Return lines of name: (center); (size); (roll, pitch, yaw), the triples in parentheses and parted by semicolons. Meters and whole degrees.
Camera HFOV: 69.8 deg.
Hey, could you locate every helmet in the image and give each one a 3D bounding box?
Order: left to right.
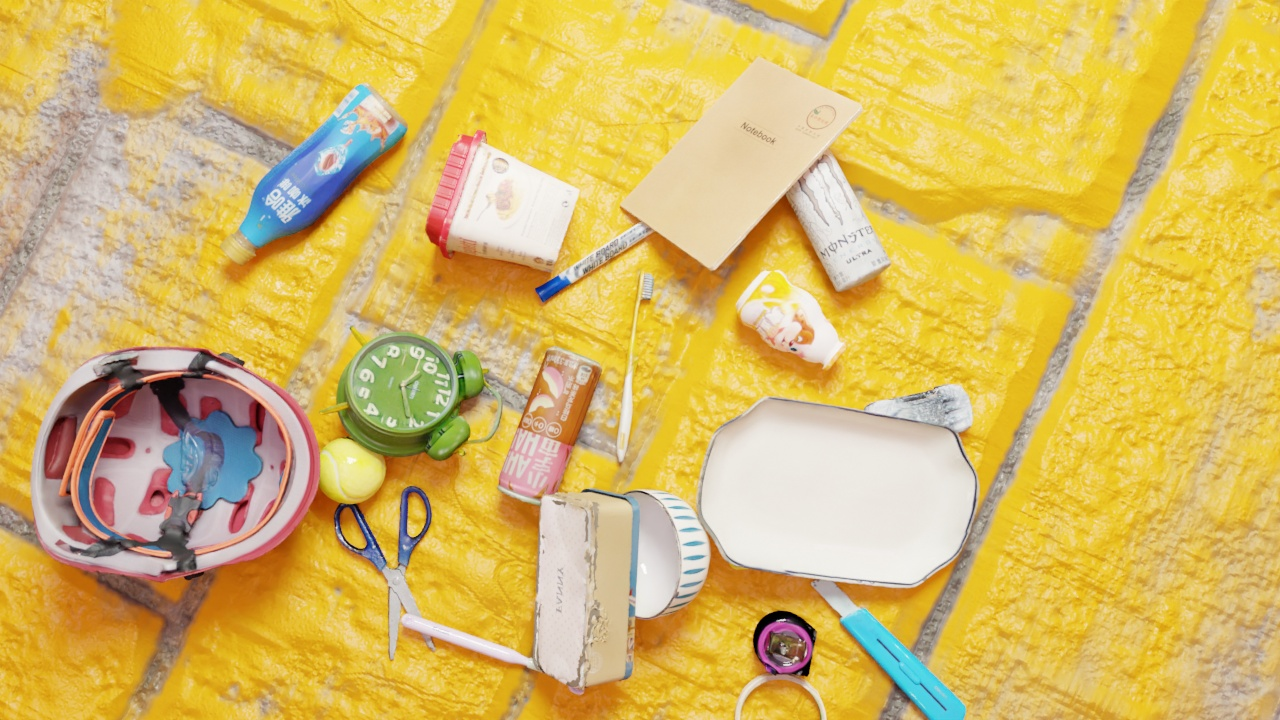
helmet: (-0.414, 0.094, 0.857); (0.240, 0.144, 0.207); (8, 86, -10)

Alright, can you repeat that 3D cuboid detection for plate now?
plate: (0.179, 0.120, 0.843); (0.265, 0.034, 0.162); (9, 98, -10)

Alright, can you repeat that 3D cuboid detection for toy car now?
toy car: (0.264, 0.054, 0.877); (0.105, 0.031, 0.049); (-14, 83, 2)

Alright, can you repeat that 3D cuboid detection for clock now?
clock: (-0.211, 0.034, 0.874); (0.161, 0.056, 0.116); (17, 64, -13)

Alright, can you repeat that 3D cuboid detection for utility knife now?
utility knife: (0.232, 0.274, 0.864); (0.034, 0.018, 0.188); (-45, 83, -1)

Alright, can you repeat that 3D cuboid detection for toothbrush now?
toothbrush: (-0.141, 0.278, 0.879); (0.189, 0.021, 0.029); (18, 62, 2)
toothbrush: (-0.005, 0.005, 0.904); (0.018, 0.016, 0.191); (7, 84, -5)

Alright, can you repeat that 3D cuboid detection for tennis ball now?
tennis ball: (-0.279, 0.105, 0.884); (0.065, 0.065, 0.065); (0, 84, 3)

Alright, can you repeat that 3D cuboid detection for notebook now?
notebook: (0.092, -0.194, 0.884); (0.207, 0.008, 0.148); (-47, 52, -2)

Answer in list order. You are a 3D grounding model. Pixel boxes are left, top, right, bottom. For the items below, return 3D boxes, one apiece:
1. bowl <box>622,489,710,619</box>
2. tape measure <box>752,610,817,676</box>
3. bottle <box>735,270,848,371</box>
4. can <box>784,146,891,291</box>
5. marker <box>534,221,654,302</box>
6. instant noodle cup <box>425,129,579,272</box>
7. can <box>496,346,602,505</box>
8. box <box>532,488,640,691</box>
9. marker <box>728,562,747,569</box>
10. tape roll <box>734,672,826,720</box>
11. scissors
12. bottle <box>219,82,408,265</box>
bowl: (0.022, 0.176, 0.849); (0.066, 0.117, 0.116); (3, 83, -39)
tape measure: (0.134, 0.265, 0.858); (0.058, 0.039, 0.057); (14, 85, 4)
bottle: (0.146, -0.036, 0.875); (0.108, 0.063, 0.063); (39, 87, 6)
can: (0.183, -0.142, 0.886); (0.058, 0.058, 0.146); (-26, 84, 0)
marker: (-0.040, -0.103, 0.915); (0.146, 0.017, 0.017); (-32, 84, 0)
instant noodle cup: (-0.130, -0.144, 0.883); (0.124, 0.116, 0.116); (18, 85, -8)
can: (-0.087, 0.063, 0.881); (0.058, 0.058, 0.147); (20, 86, 5)
box: (-0.050, 0.200, 0.839); (0.061, 0.090, 0.184); (5, 90, -40)
marker: (0.146, 0.188, 0.879); (0.124, 0.015, 0.018); (-4, 85, 0)
tape roll: (0.132, 0.338, 0.865); (0.086, 0.014, 0.085); (0, 85, 3)
scissors: (-0.247, 0.202, 0.900); (0.161, 0.012, 0.163); (24, 87, 3)
bottle: (-0.329, -0.180, 0.914); (0.065, 0.065, 0.218); (44, 89, 6)
